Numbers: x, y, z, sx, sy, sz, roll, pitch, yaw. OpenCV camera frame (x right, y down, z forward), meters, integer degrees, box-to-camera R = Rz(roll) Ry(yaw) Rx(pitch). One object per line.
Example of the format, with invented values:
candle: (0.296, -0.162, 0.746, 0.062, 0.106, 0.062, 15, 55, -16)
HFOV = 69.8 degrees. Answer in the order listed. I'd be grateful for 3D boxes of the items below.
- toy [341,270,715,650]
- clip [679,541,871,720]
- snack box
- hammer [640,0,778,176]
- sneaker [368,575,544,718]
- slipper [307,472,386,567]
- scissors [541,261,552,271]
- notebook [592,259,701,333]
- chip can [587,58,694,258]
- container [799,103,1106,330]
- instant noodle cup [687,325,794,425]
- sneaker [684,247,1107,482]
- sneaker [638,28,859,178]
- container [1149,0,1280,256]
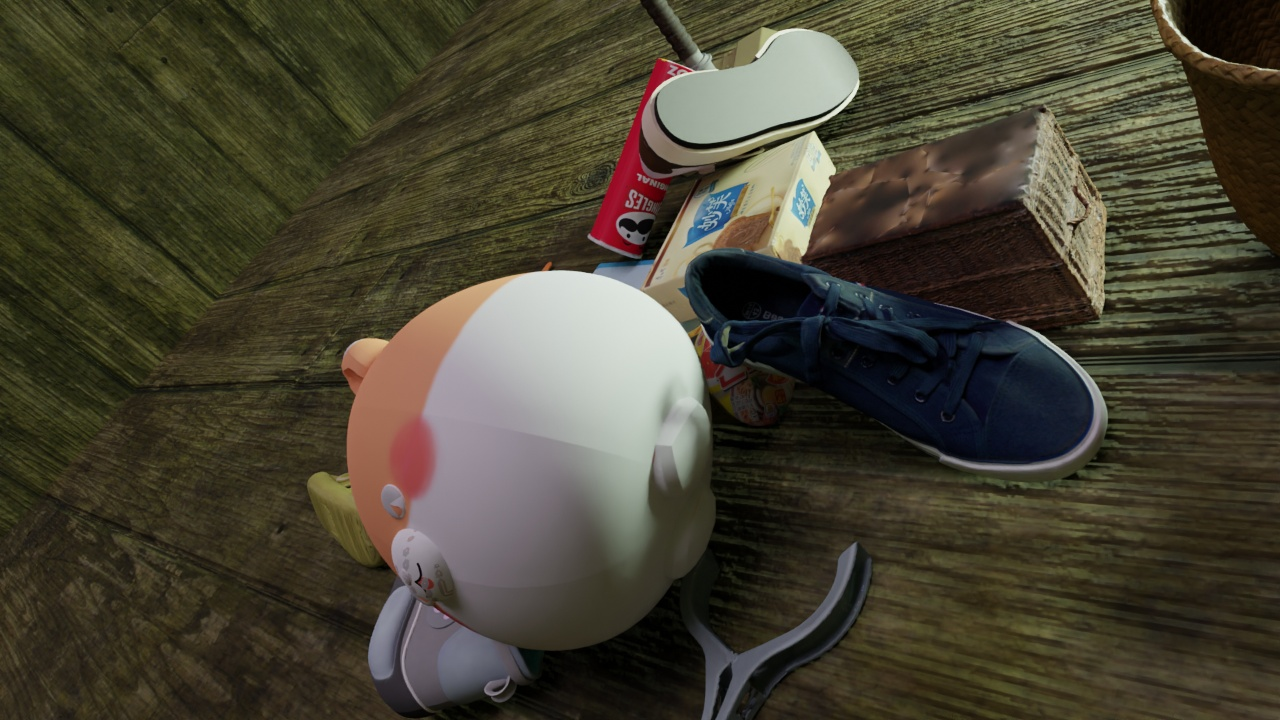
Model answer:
toy: (-0.084, 0.068, 0.660, 0.281, 0.263, 0.264, 8, 34, 22)
clip: (0.095, 0.165, 0.602, 0.165, 0.031, 0.168, -32, 32, 21)
snack box: (0.102, -0.134, 0.928, 0.154, 0.055, 0.206, -16, 34, 36)
hammer: (0.036, -0.400, 1.094, 0.191, 0.325, 0.100, -23, 35, 31)
sneaker: (-0.127, 0.180, 0.799, 0.161, 0.093, 0.256, -17, 36, 23)
slipper: (-0.313, 0.169, 1.040, 0.081, 0.092, 0.191, -24, 21, -34)
scissors: (-0.152, -0.083, 1.226, 0.131, 0.011, 0.125, -51, 32, -14)
notebook: (-0.015, -0.046, 1.019, 0.254, 0.009, 0.180, 3, 53, 51)
chip can: (0.010, -0.234, 1.074, 0.221, 0.069, 0.069, -67, 27, 13)
container: (0.230, -0.089, 0.683, 0.199, 0.113, 0.113, -13, 41, 43)
instant noodle cup: (0.058, 0.014, 0.785, 0.113, 0.100, 0.100, -20, 36, 52)
sneaker: (0.147, -0.010, 0.598, 0.295, 0.127, 0.120, 24, 82, 31)
sneaker: (0.118, -0.271, 1.027, 0.293, 0.111, 0.117, -31, -6, -27)
container: (0.441, -0.169, 0.455, 0.308, 0.196, 0.306, -29, 31, 20)
